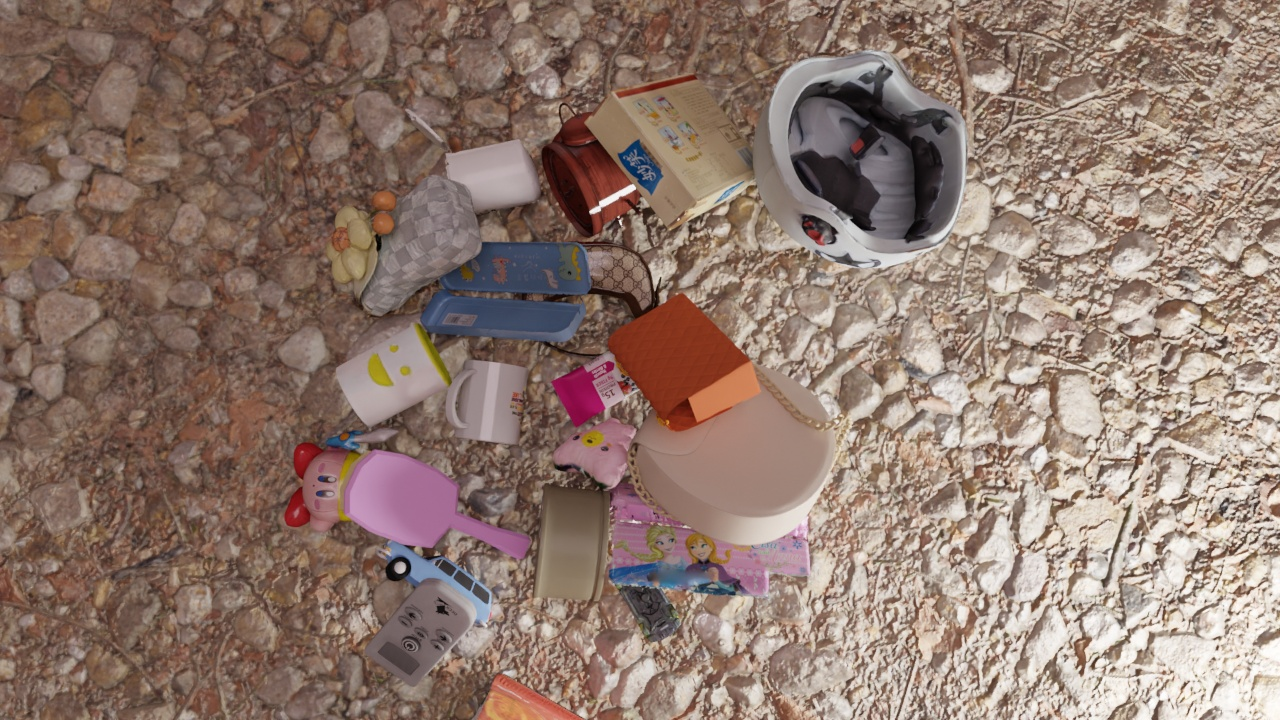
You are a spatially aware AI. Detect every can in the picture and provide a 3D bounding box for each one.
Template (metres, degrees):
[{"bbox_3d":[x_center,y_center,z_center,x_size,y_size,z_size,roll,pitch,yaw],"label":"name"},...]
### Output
[{"bbox_3d":[-0.079,0.206,1.035,0.073,0.128,0.127,6,84,-6],"label":"can"}]

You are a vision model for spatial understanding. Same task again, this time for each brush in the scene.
[{"bbox_3d":[-0.230,0.174,1.044,0.228,0.043,0.089,30,74,-29],"label":"brush"}]

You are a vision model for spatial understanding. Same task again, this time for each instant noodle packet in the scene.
[{"bbox_3d":[-0.107,0.425,0.967,0.164,0.221,0.084,30,81,-1],"label":"instant noodle packet"}]

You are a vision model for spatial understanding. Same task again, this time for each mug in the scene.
[{"bbox_3d":[-0.283,0.018,1.058,0.106,0.082,0.082,-29,88,-5],"label":"mug"},{"bbox_3d":[-0.182,0.047,1.055,0.074,0.105,0.089,3,83,34],"label":"mug"}]

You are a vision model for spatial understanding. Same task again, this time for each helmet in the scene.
[{"bbox_3d":[0.235,-0.221,1.072,0.264,0.164,0.236,21,71,-16],"label":"helmet"}]

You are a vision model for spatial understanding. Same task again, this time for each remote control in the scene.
[{"bbox_3d":[-0.245,0.304,1.025,0.074,0.019,0.151,38,117,-6],"label":"remote control"}]

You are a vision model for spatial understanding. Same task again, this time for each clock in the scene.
[{"bbox_3d":[-0.063,-0.226,1.079,0.072,0.121,0.157,-29,96,-14],"label":"clock"}]

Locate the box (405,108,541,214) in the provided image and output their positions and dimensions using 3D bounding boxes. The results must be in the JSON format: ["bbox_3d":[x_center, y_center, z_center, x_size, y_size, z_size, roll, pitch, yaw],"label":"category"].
[{"bbox_3d":[-0.198,-0.244,1.089,0.136,0.083,0.144,-15,95,-5],"label":"box"}]

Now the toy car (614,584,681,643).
[{"bbox_3d":[0.005,0.279,1.083,0.048,0.033,0.105,-30,84,-5],"label":"toy car"}]

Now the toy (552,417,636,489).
[{"bbox_3d":[-0.045,0.106,1.075,0.102,0.050,0.093,22,59,40],"label":"toy"}]

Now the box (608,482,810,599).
[{"bbox_3d":[0.077,0.192,1.041,0.230,0.158,0.066,7,119,-4],"label":"box"}]

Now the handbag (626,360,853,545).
[{"bbox_3d":[0.109,0.093,1.028,0.209,0.104,0.210,25,51,13],"label":"handbag"}]

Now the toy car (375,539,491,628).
[{"bbox_3d":[-0.234,0.252,1.052,0.153,0.056,0.054,38,65,-6],"label":"toy car"}]

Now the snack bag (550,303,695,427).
[{"bbox_3d":[-0.006,0.006,1.102,0.196,0.016,0.070,-29,116,-7],"label":"snack bag"}]

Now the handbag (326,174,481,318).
[{"bbox_3d":[-0.268,-0.138,1.024,0.172,0.123,0.112,-26,65,25],"label":"handbag"}]

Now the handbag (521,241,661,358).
[{"bbox_3d":[-0.058,-0.073,1.103,0.166,0.063,0.138,-2,102,-9],"label":"handbag"}]

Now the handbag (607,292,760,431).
[{"bbox_3d":[0.043,0.007,1.012,0.108,0.172,0.060,-28,126,-8],"label":"handbag"}]

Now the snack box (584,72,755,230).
[{"bbox_3d":[0.047,-0.246,1.057,0.055,0.206,0.153,-39,89,36],"label":"snack box"}]

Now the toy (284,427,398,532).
[{"bbox_3d":[-0.329,0.138,1.055,0.131,0.097,0.124,3,77,14],"label":"toy"}]

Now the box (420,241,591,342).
[{"bbox_3d":[-0.154,-0.079,1.052,0.210,0.049,0.120,5,79,26],"label":"box"}]
